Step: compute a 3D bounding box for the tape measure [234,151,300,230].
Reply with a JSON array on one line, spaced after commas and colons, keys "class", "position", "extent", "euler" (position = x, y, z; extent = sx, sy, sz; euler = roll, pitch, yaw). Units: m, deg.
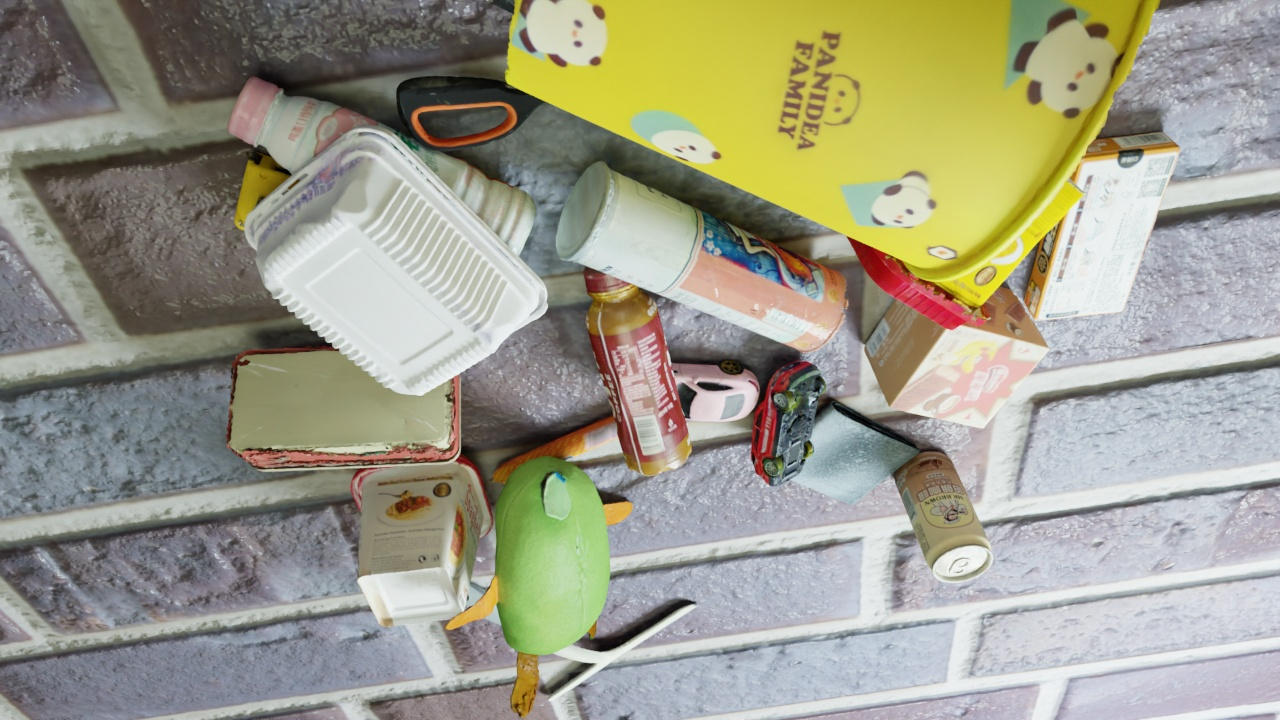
[{"class": "tape measure", "position": [-0.251, -0.108, 0.638], "extent": [0.057, 0.028, 0.060], "euler": [17, 127, -21]}]

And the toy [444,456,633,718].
[{"class": "toy", "position": [-0.081, 0.189, 0.829], "extent": [0.090, 0.226, 0.247], "euler": [20, 123, 32]}]

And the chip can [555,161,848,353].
[{"class": "chip can", "position": [0.049, -0.069, 0.667], "extent": [0.214, 0.071, 0.071], "euler": [20, 126, -26]}]

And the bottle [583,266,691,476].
[{"class": "bottle", "position": [-0.004, 0.004, 0.723], "extent": [0.057, 0.057, 0.175], "euler": [-12, 114, 5]}]

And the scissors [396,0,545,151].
[{"class": "scissors", "position": [-0.053, -0.187, 0.589], "extent": [0.224, 0.021, 0.221], "euler": [-33, 123, 7]}]

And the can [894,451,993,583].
[{"class": "can", "position": [0.281, 0.144, 0.856], "extent": [0.058, 0.116, 0.059], "euler": [-3, 131, -4]}]

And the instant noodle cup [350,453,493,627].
[{"class": "instant noodle cup", "position": [-0.196, 0.159, 0.814], "extent": [0.116, 0.124, 0.116], "euler": [-7, 132, 0]}]

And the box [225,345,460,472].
[{"class": "box", "position": [-0.227, 0.037, 0.711], "extent": [0.168, 0.091, 0.079], "euler": [-2, 162, -4]}]

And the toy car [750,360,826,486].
[{"class": "toy car", "position": [0.125, 0.054, 0.802], "extent": [0.052, 0.045, 0.121], "euler": [-22, 133, -37]}]

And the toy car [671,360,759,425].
[{"class": "toy car", "position": [0.041, 0.028, 0.784], "extent": [0.122, 0.037, 0.056], "euler": [3, 129, -7]}]

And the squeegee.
[{"class": "squeegee", "position": [-0.105, 0.295, 0.999], "extent": [0.246, 0.039, 0.247], "euler": [34, 120, -30]}]

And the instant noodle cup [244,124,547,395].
[{"class": "instant noodle cup", "position": [-0.162, -0.049, 0.595], "extent": [0.138, 0.060, 0.173], "euler": [-28, 122, 26]}]

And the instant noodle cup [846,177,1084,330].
[{"class": "instant noodle cup", "position": [0.219, -0.104, 0.631], "extent": [0.116, 0.116, 0.124], "euler": [25, 124, -30]}]

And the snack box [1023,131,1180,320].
[{"class": "snack box", "position": [0.354, -0.099, 0.712], "extent": [0.075, 0.026, 0.154], "euler": [-6, 132, -1]}]

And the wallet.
[{"class": "wallet", "position": [0.190, 0.091, 0.868], "extent": [0.120, 0.019, 0.097], "euler": [25, 126, -27]}]

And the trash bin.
[{"class": "trash bin", "position": [0.079, -0.188, 0.473], "extent": [0.255, 0.229, 0.230], "euler": [18, 127, -8]}]

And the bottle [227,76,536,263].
[{"class": "bottle", "position": [-0.170, -0.122, 0.611], "extent": [0.197, 0.068, 0.068], "euler": [25, 124, -21]}]

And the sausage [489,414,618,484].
[{"class": "sausage", "position": [-0.066, 0.078, 0.825], "extent": [0.165, 0.021, 0.021], "euler": [-24, 129, 15]}]

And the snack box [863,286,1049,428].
[{"class": "snack box", "position": [0.253, -0.010, 0.745], "extent": [0.094, 0.077, 0.093], "euler": [13, 128, -17]}]
